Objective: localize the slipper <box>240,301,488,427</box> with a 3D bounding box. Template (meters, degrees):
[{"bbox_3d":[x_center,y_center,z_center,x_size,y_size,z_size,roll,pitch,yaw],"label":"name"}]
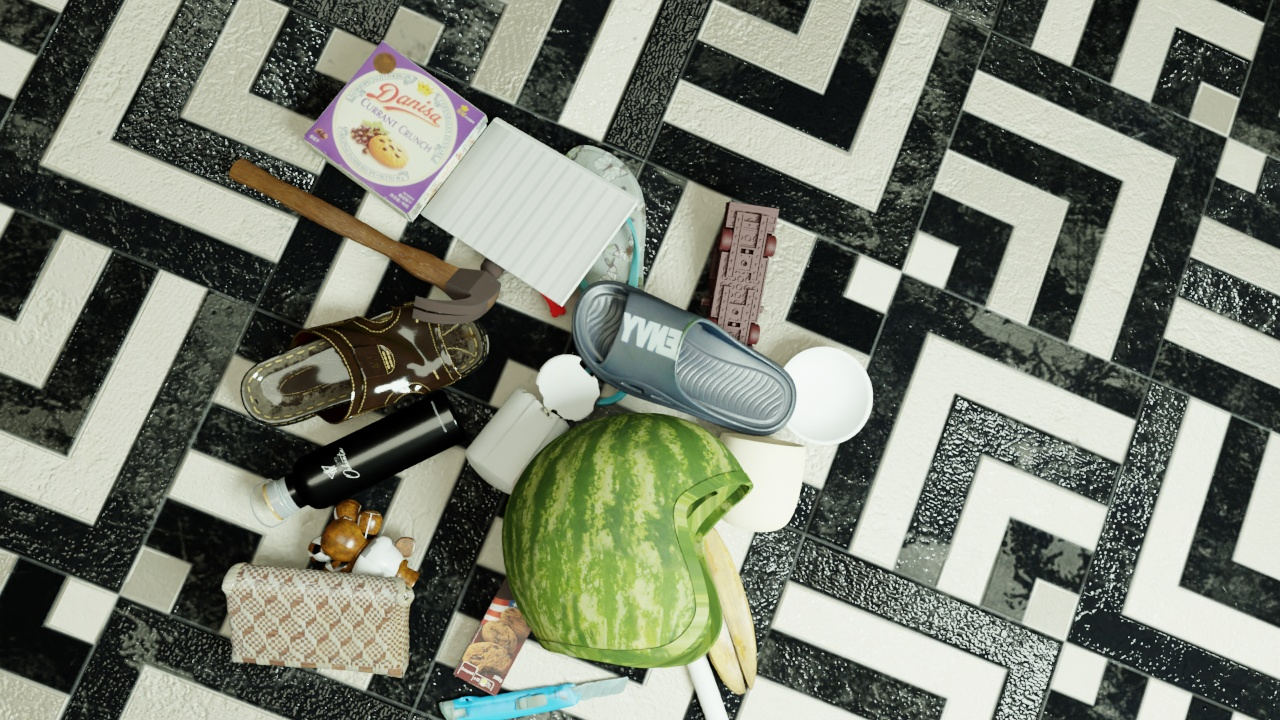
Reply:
[{"bbox_3d":[-0.297,0.004,0.983,0.267,0.076,0.113,-16,86,-7],"label":"slipper"}]

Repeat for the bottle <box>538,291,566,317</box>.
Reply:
[{"bbox_3d":[-0.110,-0.107,1.035,0.036,0.036,0.119,-18,86,-8],"label":"bottle"}]

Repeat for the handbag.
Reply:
[{"bbox_3d":[-0.328,0.266,0.945,0.186,0.047,0.124,7,120,-6],"label":"handbag"}]

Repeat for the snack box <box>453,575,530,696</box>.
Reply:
[{"bbox_3d":[-0.143,0.283,0.991,0.051,0.032,0.140,29,82,-2],"label":"snack box"}]

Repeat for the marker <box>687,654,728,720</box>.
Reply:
[{"bbox_3d":[0.072,0.357,1.008,0.023,0.027,0.133,-18,86,-22],"label":"marker"}]

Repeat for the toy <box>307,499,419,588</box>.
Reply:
[{"bbox_3d":[-0.289,0.206,0.973,0.112,0.067,0.087,35,81,-11],"label":"toy"}]

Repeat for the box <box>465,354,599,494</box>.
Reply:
[{"bbox_3d":[-0.112,0.066,0.990,0.083,0.092,0.165,38,79,-6],"label":"box"}]

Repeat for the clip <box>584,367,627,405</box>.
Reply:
[{"bbox_3d":[-0.019,-0.009,1.041,0.127,0.028,0.113,-44,84,-8],"label":"clip"}]

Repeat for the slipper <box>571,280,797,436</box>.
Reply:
[{"bbox_3d":[0.049,0.004,0.976,0.268,0.083,0.110,26,87,-6],"label":"slipper"}]

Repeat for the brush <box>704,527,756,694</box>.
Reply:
[{"bbox_3d":[0.086,0.268,1.011,0.059,0.043,0.195,-15,86,-6],"label":"brush"}]

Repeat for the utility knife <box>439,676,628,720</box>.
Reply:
[{"bbox_3d":[-0.113,0.367,0.995,0.205,0.015,0.031,-8,89,-8],"label":"utility knife"}]

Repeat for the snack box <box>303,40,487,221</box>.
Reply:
[{"bbox_3d":[-0.273,-0.257,1.032,0.143,0.040,0.148,36,82,-1],"label":"snack box"}]

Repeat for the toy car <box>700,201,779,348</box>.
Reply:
[{"bbox_3d":[0.109,-0.092,1.040,0.070,0.062,0.170,8,103,-5],"label":"toy car"}]

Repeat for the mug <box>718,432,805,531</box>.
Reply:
[{"bbox_3d":[0.115,0.134,1.003,0.120,0.096,0.099,8,90,0],"label":"mug"}]

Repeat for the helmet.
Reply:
[{"bbox_3d":[-0.017,0.172,0.914,0.243,0.213,0.246,5,71,13],"label":"helmet"}]

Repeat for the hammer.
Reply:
[{"bbox_3d":[-0.304,-0.137,1.006,0.323,0.033,0.115,28,45,3],"label":"hammer"}]

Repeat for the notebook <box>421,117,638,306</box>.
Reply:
[{"bbox_3d":[-0.125,-0.169,1.014,0.210,0.009,0.142,33,83,20],"label":"notebook"}]

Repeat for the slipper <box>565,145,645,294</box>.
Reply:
[{"bbox_3d":[-0.035,-0.122,1.026,0.098,0.055,0.268,-7,80,-6],"label":"slipper"}]

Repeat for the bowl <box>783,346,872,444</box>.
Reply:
[{"bbox_3d":[0.205,0.041,1.049,0.110,0.040,0.110,0,85,-4],"label":"bowl"}]

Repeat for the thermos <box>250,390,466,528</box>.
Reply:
[{"bbox_3d":[-0.304,0.109,0.979,0.231,0.061,0.061,-26,87,-8],"label":"thermos"}]
